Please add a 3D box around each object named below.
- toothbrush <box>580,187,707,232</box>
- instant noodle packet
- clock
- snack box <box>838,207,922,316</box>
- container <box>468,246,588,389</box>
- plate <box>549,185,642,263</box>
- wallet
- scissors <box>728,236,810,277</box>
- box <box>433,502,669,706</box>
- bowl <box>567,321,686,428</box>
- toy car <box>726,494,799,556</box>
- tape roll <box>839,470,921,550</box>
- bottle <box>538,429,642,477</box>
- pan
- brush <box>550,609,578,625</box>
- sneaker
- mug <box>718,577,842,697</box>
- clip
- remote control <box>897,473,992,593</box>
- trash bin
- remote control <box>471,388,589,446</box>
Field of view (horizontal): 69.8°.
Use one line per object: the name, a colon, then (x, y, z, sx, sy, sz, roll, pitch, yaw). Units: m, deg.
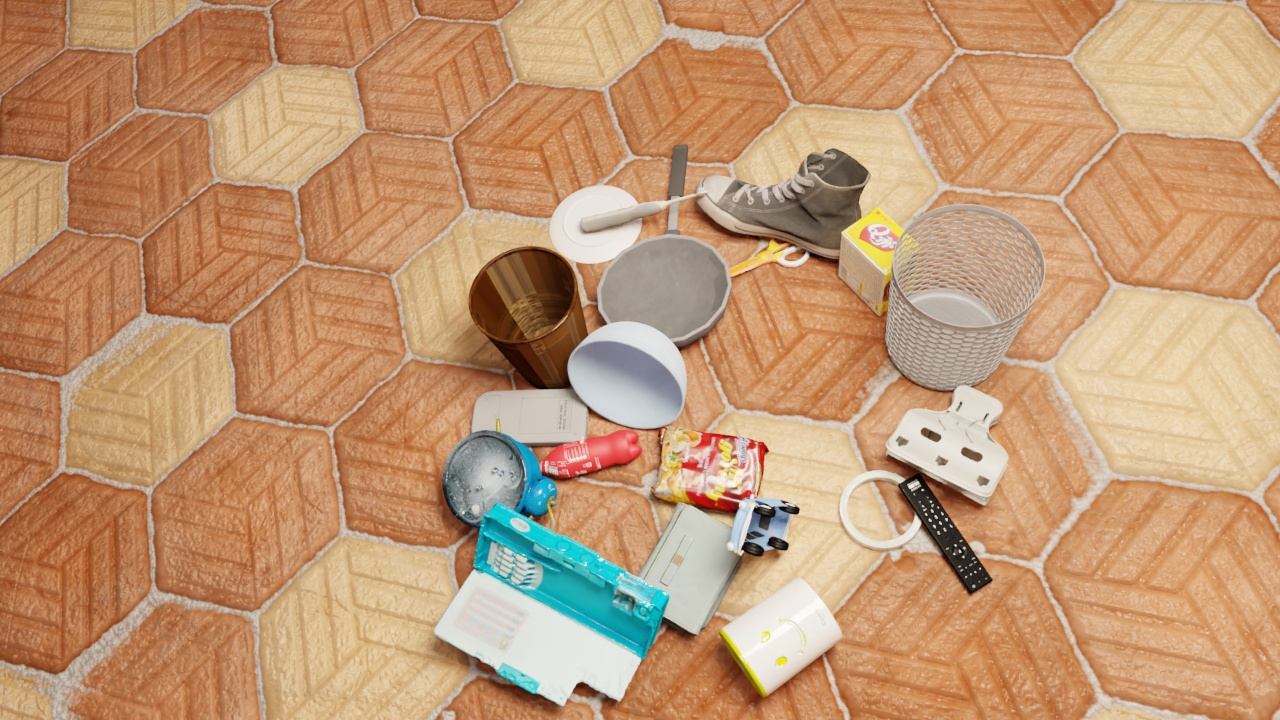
toothbrush: (0.004, -0.206, 1.255, 0.186, 0.022, 0.024, -12, 63, 22)
instant noodle packet: (0.082, 0.131, 1.103, 0.135, 0.040, 0.098, 8, 61, 12)
clock: (-0.166, 0.158, 1.106, 0.117, 0.060, 0.161, -41, 70, 11)
snack box: (0.299, -0.124, 1.153, 0.061, 0.106, 0.083, -35, 63, -8)
container: (-0.126, -0.042, 1.153, 0.132, 0.167, 0.132, -4, 63, 8)
plate: (-0.065, -0.198, 1.309, 0.134, 0.011, 0.134, -4, 63, 8)
wallet: (0.054, 0.238, 1.050, 0.100, 0.054, 0.131, 24, 75, 21)
scissors: (0.168, -0.135, 1.237, 0.128, 0.013, 0.065, -27, 61, -5)
box: (-0.096, 0.279, 1.030, 0.227, 0.084, 0.171, 25, 93, 14)
bowl: (-0.007, 0.007, 1.130, 0.151, 0.151, 0.074, 12, 47, 16)
toy car: (0.130, 0.178, 1.006, 0.055, 0.153, 0.056, 17, 92, 28)
tape roll: (0.277, 0.173, 1.060, 0.093, 0.013, 0.093, -4, 63, 8)
bottle: (-0.069, 0.118, 1.133, 0.141, 0.042, 0.041, -14, 62, 3)
pan: (0.042, -0.161, 1.257, 0.179, 0.041, 0.356, -1, 58, 13)
brush: (-0.094, 0.281, 1.071, 0.050, 0.015, 0.135, -14, 62, 2)
sneaker: (0.185, -0.225, 1.206, 0.235, 0.120, 0.095, 24, 49, 22)
mug: (0.150, 0.295, 0.983, 0.106, 0.083, 0.082, -33, 63, -8)
clip: (0.362, 0.101, 1.067, 0.126, 0.105, 0.151, 29, 40, 21)
remote control: (0.341, 0.192, 1.031, 0.030, 0.009, 0.140, -25, 69, -15)
trash bin: (0.366, -0.064, 1.067, 0.156, 0.183, 0.156, -4, 63, 8)
remote control: (-0.141, 0.075, 1.181, 0.151, 0.019, 0.074, -2, 63, 8)
